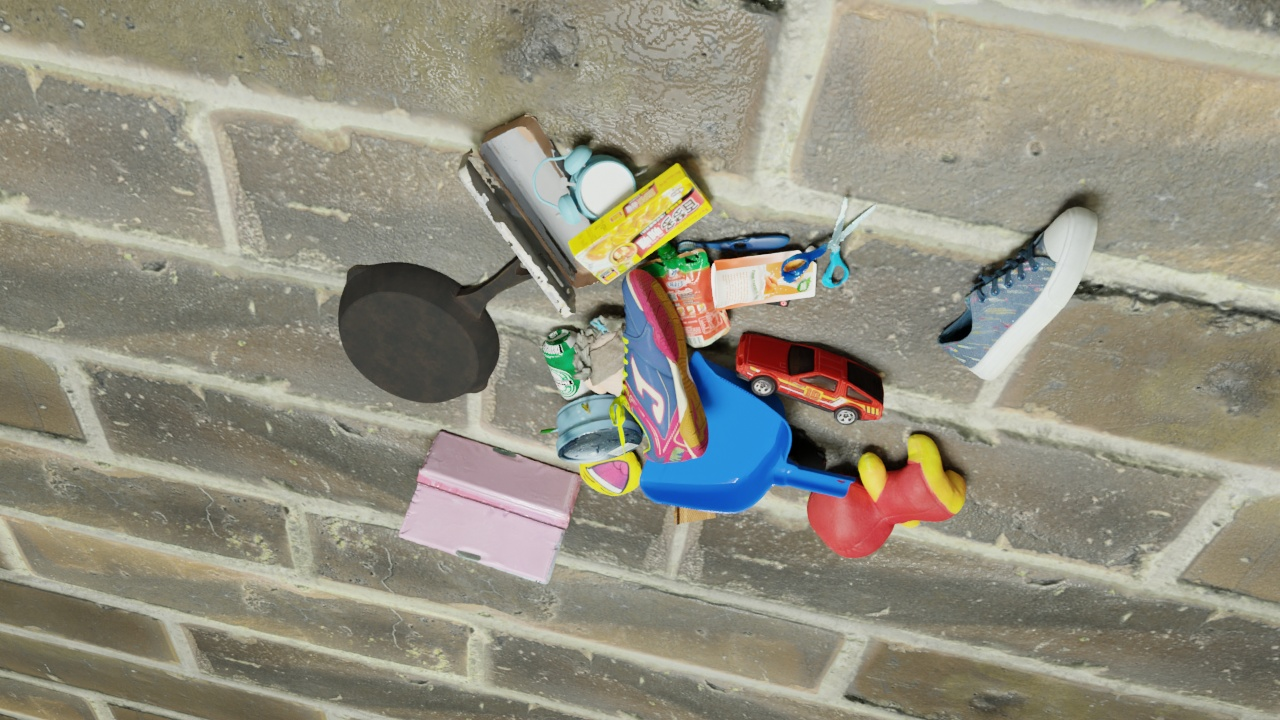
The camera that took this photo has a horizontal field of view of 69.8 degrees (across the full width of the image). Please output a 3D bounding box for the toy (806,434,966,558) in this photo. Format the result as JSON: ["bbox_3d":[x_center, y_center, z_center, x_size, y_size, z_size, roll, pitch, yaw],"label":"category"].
[{"bbox_3d":[0.325,0.193,1.247,0.217,0.098,0.147,-31,110,28],"label":"toy"}]

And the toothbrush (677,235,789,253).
[{"bbox_3d":[0.106,-0.134,1.065,0.132,0.016,0.021,-1,132,16],"label":"toothbrush"}]

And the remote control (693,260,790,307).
[{"bbox_3d":[0.121,-0.094,1.100,0.125,0.010,0.039,15,132,1],"label":"remote control"}]

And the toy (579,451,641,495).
[{"bbox_3d":[-0.044,0.159,1.342,0.095,0.041,0.094,39,124,-15],"label":"toy"}]

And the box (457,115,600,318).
[{"bbox_3d":[-0.106,-0.168,1.055,0.107,0.094,0.216,-33,119,4],"label":"box"}]

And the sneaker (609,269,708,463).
[{"bbox_3d":[0.005,0.014,1.082,0.091,0.116,0.242,-11,107,22],"label":"sneaker"}]

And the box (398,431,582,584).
[{"bbox_3d":[-0.216,0.209,1.344,0.233,0.179,0.059,17,150,-3],"label":"box"}]

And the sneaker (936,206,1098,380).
[{"bbox_3d":[0.405,-0.073,1.003,0.079,0.087,0.236,22,135,2],"label":"sneaker"}]

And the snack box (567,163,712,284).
[{"bbox_3d":[0.000,-0.150,1.019,0.152,0.025,0.075,-34,148,12],"label":"snack box"}]

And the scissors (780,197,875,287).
[{"bbox_3d":[0.207,-0.128,1.025,0.110,0.015,0.132,-7,137,-15],"label":"scissors"}]

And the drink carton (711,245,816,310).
[{"bbox_3d":[0.146,-0.095,1.064,0.122,0.038,0.069,-8,127,-4],"label":"drink carton"}]

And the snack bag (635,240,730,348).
[{"bbox_3d":[0.050,-0.084,1.098,0.087,0.044,0.155,-12,130,20],"label":"snack bag"}]

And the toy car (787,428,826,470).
[{"bbox_3d":[0.217,0.130,1.253,0.091,0.042,0.036,43,150,-22],"label":"toy car"}]

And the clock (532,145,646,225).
[{"bbox_3d":[-0.059,-0.192,1.016,0.123,0.042,0.087,6,105,-17],"label":"clock"}]

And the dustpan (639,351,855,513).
[{"bbox_3d":[0.155,0.123,1.195,0.257,0.059,0.246,13,128,-10],"label":"dustpan"}]

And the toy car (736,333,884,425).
[{"bbox_3d":[0.208,0.019,1.130,0.189,0.081,0.056,18,126,-1],"label":"toy car"}]

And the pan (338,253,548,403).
[{"bbox_3d":[-0.258,-0.051,1.211,0.357,0.043,0.248,-27,120,32],"label":"pan"}]

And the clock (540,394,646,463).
[{"bbox_3d":[-0.047,0.096,1.245,0.118,0.060,0.162,-31,150,34],"label":"clock"}]

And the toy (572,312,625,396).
[{"bbox_3d":[-0.007,0.007,1.180,0.133,0.076,0.176,-31,118,16],"label":"toy"}]

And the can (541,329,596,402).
[{"bbox_3d":[-0.093,0.008,1.214,0.053,0.053,0.101,-6,128,18],"label":"can"}]

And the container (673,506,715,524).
[{"bbox_3d":[0.078,0.180,1.319,0.061,0.063,0.114,1,131,4],"label":"container"}]
